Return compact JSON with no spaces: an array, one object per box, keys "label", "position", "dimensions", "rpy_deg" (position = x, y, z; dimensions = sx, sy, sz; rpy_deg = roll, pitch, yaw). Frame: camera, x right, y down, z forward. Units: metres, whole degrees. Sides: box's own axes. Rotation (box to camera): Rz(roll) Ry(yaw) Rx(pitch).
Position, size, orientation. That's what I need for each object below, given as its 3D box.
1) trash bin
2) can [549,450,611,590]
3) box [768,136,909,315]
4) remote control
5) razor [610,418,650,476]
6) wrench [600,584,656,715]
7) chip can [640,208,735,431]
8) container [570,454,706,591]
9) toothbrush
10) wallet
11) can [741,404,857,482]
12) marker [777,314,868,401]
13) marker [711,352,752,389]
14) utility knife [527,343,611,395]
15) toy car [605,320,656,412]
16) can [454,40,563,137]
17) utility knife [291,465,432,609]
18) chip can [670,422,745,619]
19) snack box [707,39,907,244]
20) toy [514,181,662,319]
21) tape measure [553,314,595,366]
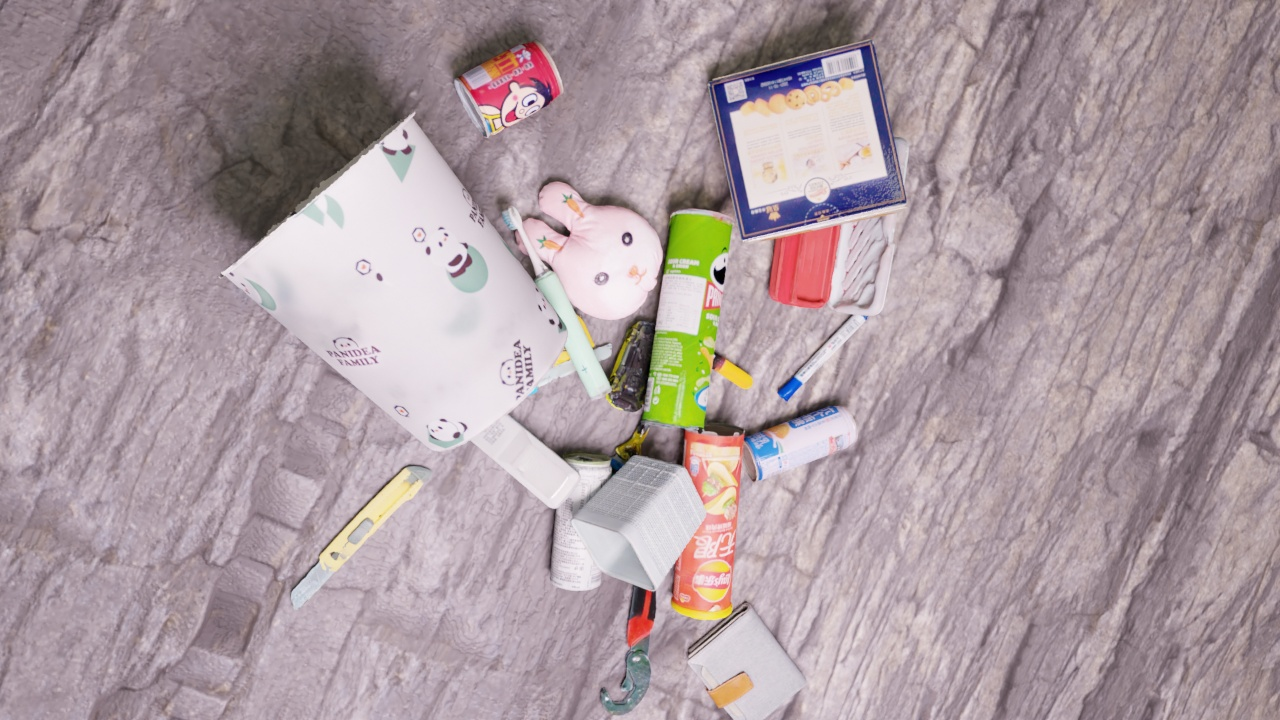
[{"label":"trash bin","position":[-0.216,-0.065,0.871],"dimensions":[0.229,0.229,0.252],"rpy_deg":[-43,111,-6]},{"label":"can","position":[-0.066,0.178,1.019],"dimensions":[0.058,0.058,0.147],"rpy_deg":[4,96,-16]},{"label":"box","position":[0.224,-0.156,1.032],"dimensions":[0.110,0.100,0.201],"rpy_deg":[6,95,-26]},{"label":"remote control","position":[-0.124,0.104,0.986],"dimensions":[0.125,0.024,0.049],"rpy_deg":[37,85,15]},{"label":"razor","position":[0.004,0.071,1.044],"dimensions":[0.043,0.022,0.142],"rpy_deg":[27,89,19]},{"label":"wrench","position":[-0.002,0.284,1.073],"dimensions":[0.056,0.016,0.273],"rpy_deg":[8,96,-16]},{"label":"chip can","position":[0.051,-0.042,0.998],"dimensions":[0.072,0.072,0.236],"rpy_deg":[10,86,-16]},{"label":"container","position":[0.003,0.168,0.981],"dimensions":[0.111,0.090,0.090],"rpy_deg":[-47,127,-31]},{"label":"toothbrush","position":[-0.089,-0.060,0.969],"dimensions":[0.026,0.027,0.224],"rpy_deg":[-39,108,-49]},{"label":"wallet","position":[0.127,0.375,1.108],"dimensions":[0.106,0.037,0.130],"rpy_deg":[-38,105,-8]},{"label":"can","position":[0.185,0.096,1.079],"dimensions":[0.134,0.053,0.053],"rpy_deg":[-19,101,-12]},{"label":"marker","position":[0.219,-0.008,1.094],"dimensions":[0.145,0.017,0.017],"rpy_deg":[-45,106,-6]},{"label":"marker","position":[0.078,-0.004,1.058],"dimensions":[0.124,0.015,0.018],"rpy_deg":[33,86,-14]},{"label":"utility knife","position":[-0.136,0.029,0.998],"dimensions":[0.234,0.034,0.018],"rpy_deg":[-22,145,-13]},{"label":"toy car","position":[-0.006,0.006,1.027],"dimensions":[0.048,0.032,0.105],"rpy_deg":[26,78,-23]},{"label":"can","position":[-0.133,-0.278,0.937],"dimensions":[0.093,0.066,0.066],"rpy_deg":[-32,104,-10]},{"label":"utility knife","position":[-0.302,0.186,0.982],"dimensions":[0.031,0.021,0.201],"rpy_deg":[44,89,-10]},{"label":"chip can","position":[0.076,0.181,1.052],"dimensions":[0.073,0.073,0.216],"rpy_deg":[1,96,-15]},{"label":"snack box","position":[0.180,-0.232,0.993],"dimensions":[0.178,0.045,0.182],"rpy_deg":[-12,90,8]},{"label":"toy","position":[-0.054,-0.118,0.990],"dimensions":[0.159,0.054,0.121],"rpy_deg":[31,88,-9]},{"label":"tape measure","position":[-0.087,-0.026,1.002],"dimensions":[0.060,0.029,0.057],"rpy_deg":[-28,102,-18]}]
